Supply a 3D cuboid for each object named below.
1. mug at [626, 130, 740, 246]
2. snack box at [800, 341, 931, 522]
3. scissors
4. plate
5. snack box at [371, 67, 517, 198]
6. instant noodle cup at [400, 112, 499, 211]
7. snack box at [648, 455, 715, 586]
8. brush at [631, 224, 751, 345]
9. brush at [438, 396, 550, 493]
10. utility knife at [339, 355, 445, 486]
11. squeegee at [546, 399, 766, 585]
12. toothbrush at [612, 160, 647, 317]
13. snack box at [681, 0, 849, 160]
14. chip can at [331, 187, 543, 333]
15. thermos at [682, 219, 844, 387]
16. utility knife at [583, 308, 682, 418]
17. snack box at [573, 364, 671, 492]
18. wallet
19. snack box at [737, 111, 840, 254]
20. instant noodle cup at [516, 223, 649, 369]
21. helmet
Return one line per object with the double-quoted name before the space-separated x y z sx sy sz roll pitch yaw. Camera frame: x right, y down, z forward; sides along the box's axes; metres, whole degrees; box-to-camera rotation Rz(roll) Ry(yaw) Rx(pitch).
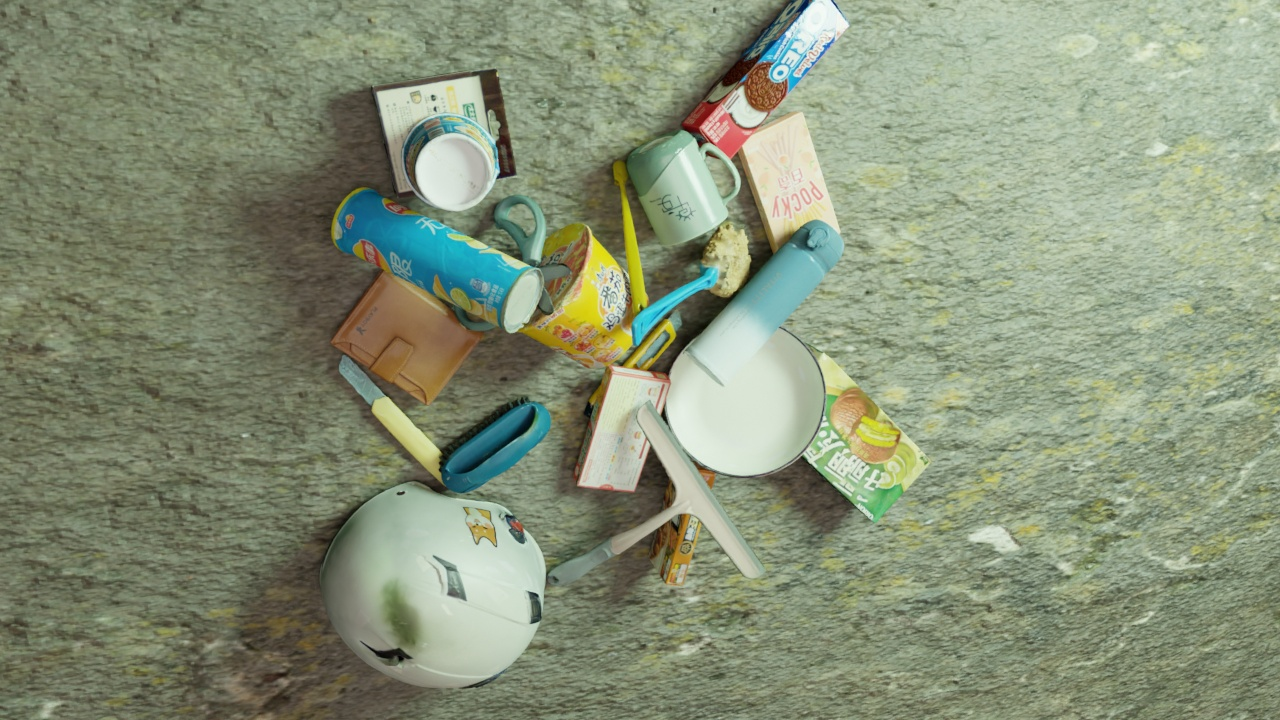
"mug" 0.051 -0.197 1.013 0.112 0.082 0.106 -19 110 20
"snack box" 0.258 0.095 1.186 0.114 0.063 0.240 -47 114 1
"scissors" -0.144 -0.087 0.972 0.181 0.170 0.019 -43 144 19
"plate" 0.125 0.046 1.100 0.192 0.039 0.192 -2 78 10
"snack box" -0.202 -0.235 0.946 0.125 0.053 0.113 -14 110 -14
"instant noodle cup" -0.181 -0.187 0.884 0.099 0.110 0.099 -4 108 -12
"snack box" 0.050 0.195 1.144 0.026 0.075 0.154 10 103 -21
"brush" 0.056 -0.080 1.008 0.253 0.046 0.083 -39 134 -47
"brush" -0.163 0.101 1.048 0.143 0.073 0.055 -36 117 -11
"utility knife" -0.268 0.075 1.039 0.031 0.022 0.212 -39 120 -4
"squeegee" -0.021 0.216 1.102 0.250 0.040 0.247 -34 94 20
"toothbrush" -0.012 -0.132 0.997 0.015 0.017 0.190 -5 70 -8
"snack box" 0.139 -0.320 1.027 0.207 0.058 0.057 -48 116 1
"chip can" -0.203 -0.101 0.916 0.210 0.071 0.071 26 99 16
"thermos" 0.146 -0.070 1.065 0.220 0.070 0.070 -48 114 -2
"utility knife" -0.007 0.006 1.101 0.033 0.015 0.170 40 92 -27
"snack box" -0.023 0.084 1.102 0.077 0.027 0.156 10 111 -22
"wallet" -0.255 -0.026 1.007 0.132 0.031 0.108 38 91 -23
"snack box" 0.175 -0.206 1.089 0.084 0.026 0.157 -27 112 -8
"instant noodle cup" -0.066 -0.062 1.004 0.109 0.138 0.138 37 92 -31
"helmet" -0.223 0.276 1.039 0.274 0.157 0.230 35 94 -23
